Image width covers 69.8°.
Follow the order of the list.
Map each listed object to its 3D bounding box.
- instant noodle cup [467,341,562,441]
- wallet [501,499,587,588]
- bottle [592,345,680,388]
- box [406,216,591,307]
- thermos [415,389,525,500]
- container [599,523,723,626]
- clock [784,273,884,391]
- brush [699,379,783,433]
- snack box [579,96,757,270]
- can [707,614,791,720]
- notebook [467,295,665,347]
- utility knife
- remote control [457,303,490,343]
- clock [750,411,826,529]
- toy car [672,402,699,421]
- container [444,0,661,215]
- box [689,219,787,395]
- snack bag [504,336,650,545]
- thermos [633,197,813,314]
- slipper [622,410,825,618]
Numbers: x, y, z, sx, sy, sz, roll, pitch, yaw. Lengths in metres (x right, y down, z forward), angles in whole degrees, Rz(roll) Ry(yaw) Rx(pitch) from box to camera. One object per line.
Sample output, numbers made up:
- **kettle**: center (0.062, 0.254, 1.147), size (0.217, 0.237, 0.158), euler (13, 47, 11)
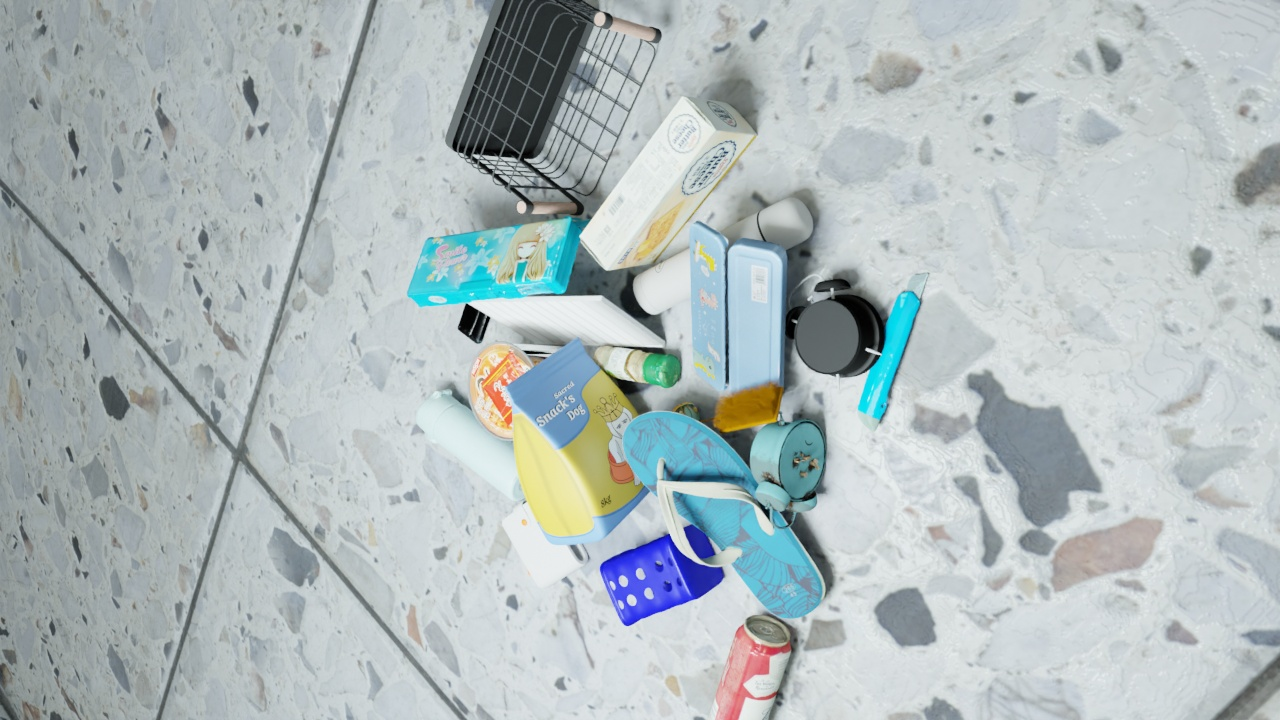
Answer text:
- **instant noodle cup**: center (-0.134, 0.031, 1.175), size (0.124, 0.121, 0.123), euler (6, 100, 34)
- **wallet**: center (-0.142, 0.252, 1.268), size (0.116, 0.037, 0.118), euler (-38, 79, 33)
- **bottle**: center (-0.007, 0.007, 1.130), size (0.111, 0.043, 0.043), euler (9, 102, 34)
- **box**: center (-0.165, -0.142, 1.134), size (0.227, 0.181, 0.072), euler (-3, 130, 30)
- **thermos**: center (-0.231, 0.117, 1.291), size (0.207, 0.065, 0.078), euler (32, 112, 27)
- **container**: center (0.027, 0.259, 1.120), size (0.114, 0.085, 0.084), euler (-30, 80, 33)
- **clock**: center (0.200, -0.035, 0.972), size (0.091, 0.042, 0.120), euler (-47, 62, 35)
- **brush**: center (0.104, 0.057, 1.030), size (0.127, 0.017, 0.048), euler (-17, 47, 46)
- **snack box**: center (0.030, -0.197, 1.037), size (0.057, 0.104, 0.208), euler (50, 121, 15)
- **can**: center (0.126, 0.386, 1.080), size (0.067, 0.067, 0.170), euler (24, 110, 30)
- **notebook**: center (-0.092, -0.047, 1.128), size (0.210, 0.142, 0.009), euler (2, 71, 35)
- **utility knife**: center (0.262, -0.010, 0.956), size (0.031, 0.015, 0.175), euler (25, 109, 27)
- **remote control**: center (-0.221, -0.097, 1.277), size (0.047, 0.022, 0.150), euler (34, 115, 27)
- **clock**: center (0.160, 0.121, 1.001), size (0.053, 0.090, 0.124), euler (7, 84, 46)
- **toy car**: center (0.054, 0.108, 1.100), size (0.047, 0.047, 0.112), euler (20, 110, 32)
- **container**: center (-0.100, -0.306, 1.074), size (0.130, 0.162, 0.242), euler (39, 117, 24)
- **box**: center (0.100, -0.045, 1.006), size (0.127, 0.034, 0.209), euler (23, 135, 31)
- **snack bag**: center (-0.075, 0.092, 1.096), size (0.102, 0.158, 0.205), euler (-13, 106, 36)
- **thermos**: center (0.091, -0.117, 1.037), size (0.225, 0.052, 0.052), euler (-24, 83, 35)
- **slipper**: center (0.090, 0.174, 1.028), size (0.118, 0.060, 0.295), euler (-44, 84, 24)
